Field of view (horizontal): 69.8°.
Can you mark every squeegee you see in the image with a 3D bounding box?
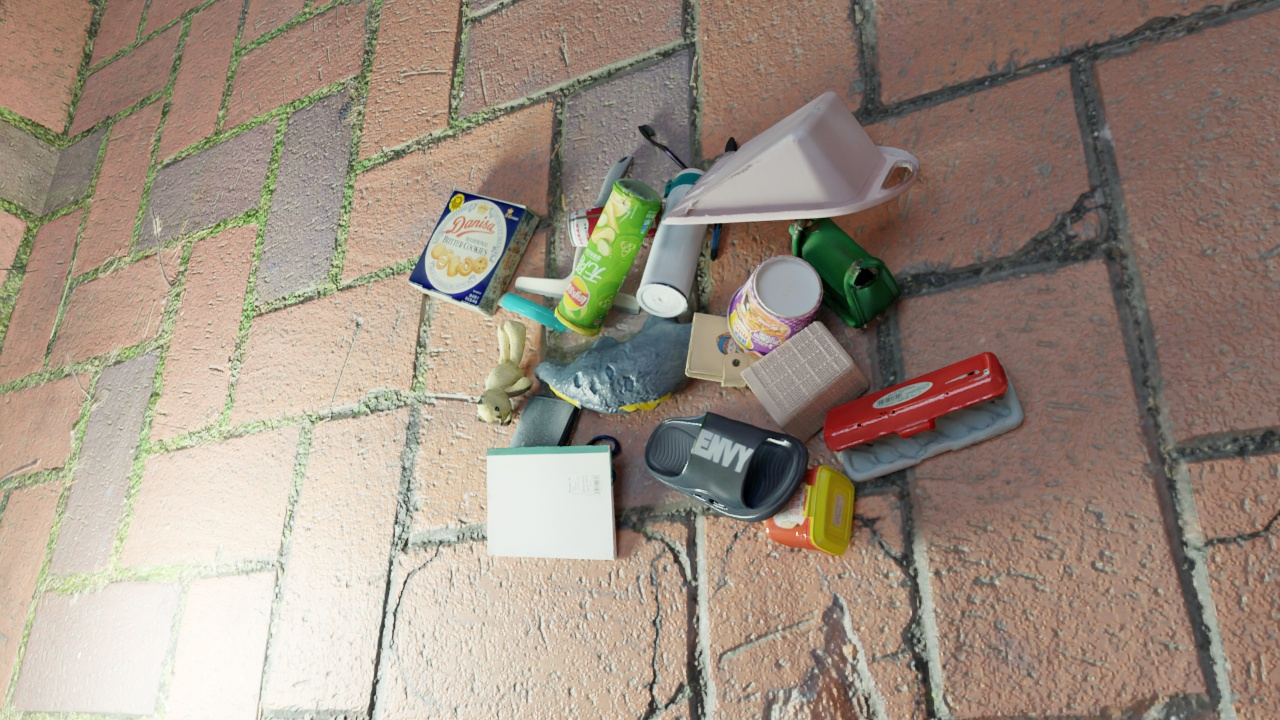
[{"bbox_3d":[-0.065,-0.205,1.371,0.247,0.039,0.246,14,78,36],"label":"squeegee"}]

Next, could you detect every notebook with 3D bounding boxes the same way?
[{"bbox_3d":[-0.124,0.190,1.230,0.210,0.012,0.150,-5,85,31],"label":"notebook"}]

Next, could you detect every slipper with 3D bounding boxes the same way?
[{"bbox_3d":[0.076,0.114,1.076,0.269,0.083,0.110,8,73,54],"label":"slipper"}]

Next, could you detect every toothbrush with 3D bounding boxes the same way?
[{"bbox_3d":[0.116,-0.225,1.281,0.014,0.016,0.189,3,75,24],"label":"toothbrush"},{"bbox_3d":[0.050,-0.302,1.355,0.016,0.014,0.189,-32,54,-12],"label":"toothbrush"}]

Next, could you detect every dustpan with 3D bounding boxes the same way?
[{"bbox_3d":[0.192,-0.218,1.144,0.274,0.139,0.221,-26,18,42],"label":"dustpan"}]

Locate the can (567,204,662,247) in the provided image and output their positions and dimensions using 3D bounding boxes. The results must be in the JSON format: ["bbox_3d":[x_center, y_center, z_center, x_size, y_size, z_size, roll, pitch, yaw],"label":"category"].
[{"bbox_3d":[-0.034,-0.196,1.309,0.133,0.053,0.053,-7,65,9],"label":"can"}]

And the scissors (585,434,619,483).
[{"bbox_3d":[-0.098,0.132,1.266,0.173,0.012,0.128,29,89,39],"label":"scissors"}]

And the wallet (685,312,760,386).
[{"bbox_3d":[0.118,-0.009,1.143,0.115,0.024,0.087,9,84,-2],"label":"wallet"}]

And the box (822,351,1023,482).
[{"bbox_3d":[0.310,0.069,1.008,0.202,0.091,0.094,-24,16,23],"label":"box"}]

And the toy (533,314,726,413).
[{"bbox_3d":[-0.007,0.007,1.221,0.357,0.091,0.137,-16,35,26],"label":"toy"}]

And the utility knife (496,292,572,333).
[{"bbox_3d":[-0.160,-0.072,1.393,0.161,0.013,0.029,25,87,35],"label":"utility knife"}]

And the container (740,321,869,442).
[{"bbox_3d":[0.195,0.024,1.075,0.111,0.090,0.090,-39,54,9],"label":"container"}]

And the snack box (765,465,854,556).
[{"bbox_3d":[0.187,0.167,1.025,0.080,0.082,0.091,-7,64,41],"label":"snack box"}]

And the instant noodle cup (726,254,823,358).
[{"bbox_3d":[0.166,-0.068,1.098,0.111,0.099,0.111,2,70,-5],"label":"instant noodle cup"}]

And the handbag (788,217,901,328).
[{"bbox_3d":[0.236,-0.109,1.084,0.068,0.120,0.131,-41,52,5],"label":"handbag"}]

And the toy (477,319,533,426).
[{"bbox_3d":[-0.202,0.018,1.347,0.105,0.066,0.157,3,78,39],"label":"toy"}]

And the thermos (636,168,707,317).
[{"bbox_3d":[0.050,-0.165,1.233,0.073,0.073,0.223,-7,51,31],"label":"thermos"}]

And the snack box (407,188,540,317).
[{"bbox_3d":[-0.272,-0.178,1.490,0.178,0.045,0.182,20,82,37],"label":"snack box"}]

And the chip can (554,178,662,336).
[{"bbox_3d":[-0.044,-0.143,1.264,0.072,0.072,0.222,46,120,37],"label":"chip can"}]

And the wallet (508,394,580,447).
[{"bbox_3d":[-0.143,0.107,1.294,0.097,0.019,0.120,8,69,39],"label":"wallet"}]
